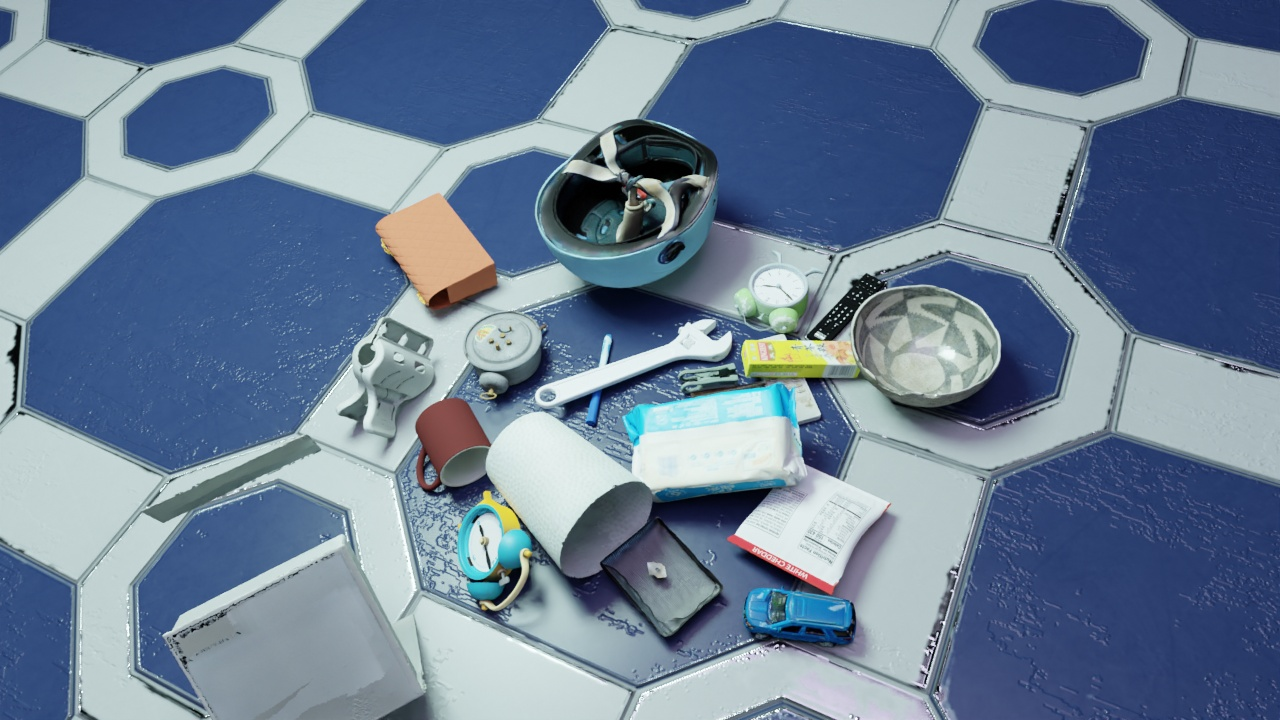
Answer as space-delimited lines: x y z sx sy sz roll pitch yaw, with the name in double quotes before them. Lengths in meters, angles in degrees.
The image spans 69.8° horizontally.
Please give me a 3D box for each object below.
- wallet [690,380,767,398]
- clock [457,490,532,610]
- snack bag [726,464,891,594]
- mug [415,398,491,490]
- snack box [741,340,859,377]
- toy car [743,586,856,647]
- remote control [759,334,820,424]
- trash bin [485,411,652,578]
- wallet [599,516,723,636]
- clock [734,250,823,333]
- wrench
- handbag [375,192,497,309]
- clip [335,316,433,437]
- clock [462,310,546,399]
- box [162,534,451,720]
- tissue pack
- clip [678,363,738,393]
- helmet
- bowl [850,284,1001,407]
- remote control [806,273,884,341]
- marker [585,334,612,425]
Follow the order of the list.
"wallet" 0.119 0.085 1.129 0.099 0.031 0.119 -11 56 1
"clock" -0.166 0.215 1.032 0.099 0.043 0.129 -51 49 21
"snack bag" 0.192 0.181 1.038 0.131 0.039 0.143 23 51 30
"mug" -0.239 0.111 1.128 0.106 0.073 0.082 -43 56 11
"snack box" 0.205 -0.002 1.168 0.148 0.029 0.040 0 51 -5
"toy car" 0.170 0.270 0.978 0.120 0.044 0.056 4 55 9
"remote control" 0.183 0.024 1.176 0.050 0.011 0.135 -15 54 -5
"trash bin" -0.088 0.145 1.048 0.133 0.133 0.161 -38 54 -20
"wallet" 0.023 0.240 1.020 0.089 0.026 0.115 -36 67 -20
"clock" 0.182 -0.084 1.237 0.094 0.043 0.119 28 61 25
"wrench" -0.007 0.007 1.194 0.273 0.018 0.066 -20 55 -13
"handbag" -0.296 -0.152 1.324 0.108 0.060 0.172 -28 59 -20
"clip" -0.322 0.023 1.170 0.075 0.124 0.144 22 83 25
"clock" -0.183 -0.006 1.209 0.104 0.056 0.147 5 53 10
"box" -0.312 0.311 0.941 0.167 0.381 0.171 -26 72 -13
"tissue pack" 0.083 0.098 1.070 0.209 0.066 0.116 -9 65 12
"clip" 0.087 0.023 1.180 0.076 0.023 0.045 -8 52 -3
"helmet" -0.012 -0.195 1.259 0.265 0.167 0.225 -37 57 -22
"bowl" 0.346 -0.005 1.137 0.178 0.081 0.178 -2 53 3
"remote control" 0.277 -0.069 1.235 0.030 0.009 0.139 34 64 26
"marker" -0.053 0.023 1.202 0.013 0.013 0.141 4 54 9
